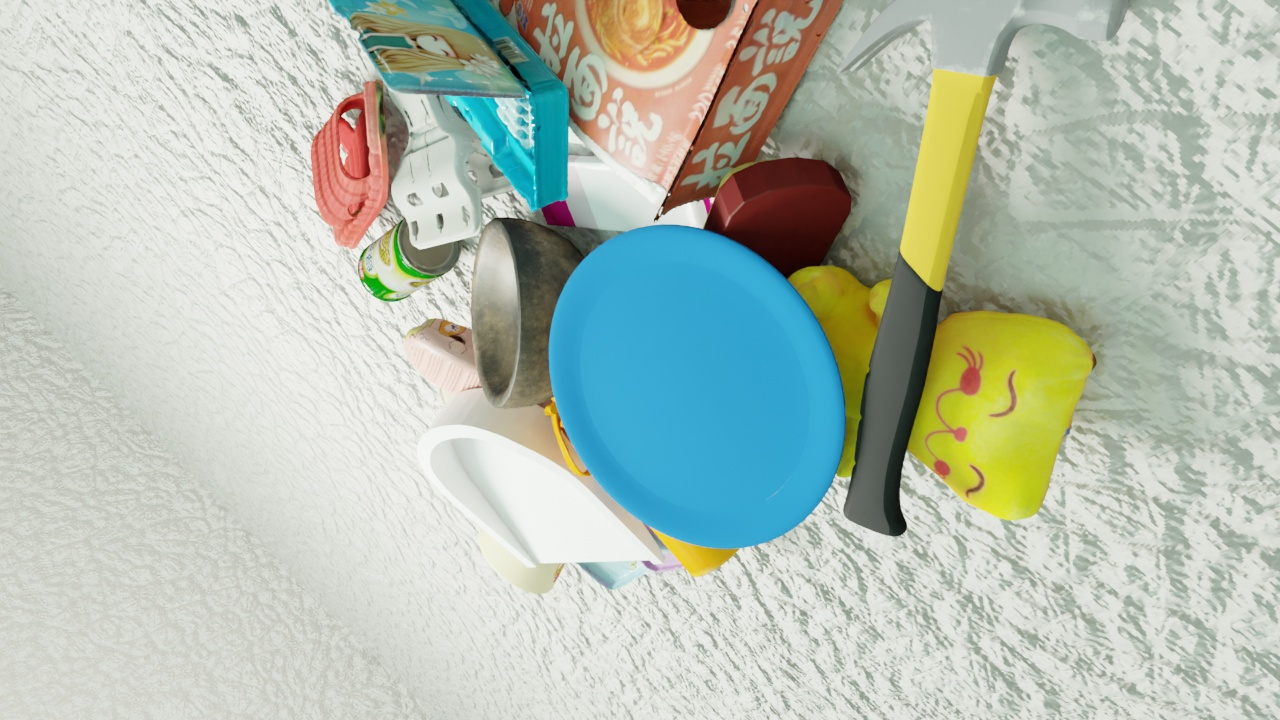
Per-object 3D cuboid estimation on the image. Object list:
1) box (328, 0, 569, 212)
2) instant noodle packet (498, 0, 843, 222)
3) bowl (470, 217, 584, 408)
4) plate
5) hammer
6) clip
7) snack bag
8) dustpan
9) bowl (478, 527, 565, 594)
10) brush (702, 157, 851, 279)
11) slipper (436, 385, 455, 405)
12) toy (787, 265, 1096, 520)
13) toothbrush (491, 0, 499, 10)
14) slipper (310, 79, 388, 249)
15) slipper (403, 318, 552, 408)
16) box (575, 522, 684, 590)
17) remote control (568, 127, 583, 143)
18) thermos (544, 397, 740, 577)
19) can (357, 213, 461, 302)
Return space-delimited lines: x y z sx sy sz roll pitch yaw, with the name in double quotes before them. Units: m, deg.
"box" -0.130 -0.219 0.619 0.227 0.086 0.168 53 -171 33
"instant noodle packet" -0.005 -0.222 0.566 0.221 0.083 0.165 50 143 18
"bowl" -0.092 -0.040 0.787 0.162 0.070 0.162 178 90 -66
"plate" 0.034 0.019 0.613 0.225 0.024 0.225 14 115 31
"hammer" 0.154 -0.044 0.506 0.127 0.029 0.324 22 120 31
"clip" -0.162 -0.177 0.799 0.127 0.105 0.151 -3 91 48
"snack bag" -0.017 -0.129 0.709 0.197 0.016 0.070 12 136 41
"dustpan" -0.119 0.143 0.953 0.192 0.053 0.258 -10 124 34
"bowl" -0.133 0.222 1.149 0.118 0.117 0.074 42 104 6
"brush" 0.074 -0.072 0.618 0.174 0.082 0.041 110 149 -54
"slipper" -0.139 0.115 1.074 0.272 0.053 0.115 40 151 5
"toy" 0.174 0.015 0.587 0.194 0.087 0.135 21 116 29
"toothbrush" -0.098 -0.287 0.638 0.017 0.012 0.187 44 147 11
"slipper" -0.286 -0.178 0.882 0.249 0.059 0.103 -37 59 59
"slipper" -0.143 0.003 0.942 0.197 0.081 0.093 26 152 -14
"box" -0.057 0.167 1.006 0.214 0.040 0.152 46 131 -16
"remote control" -0.018 -0.178 0.663 0.137 0.013 0.043 13 134 40
"thermos" 0.000 0.098 0.862 0.232 0.091 0.076 50 133 -6
"can" -0.237 -0.104 0.934 0.121 0.067 0.067 -16 113 53
